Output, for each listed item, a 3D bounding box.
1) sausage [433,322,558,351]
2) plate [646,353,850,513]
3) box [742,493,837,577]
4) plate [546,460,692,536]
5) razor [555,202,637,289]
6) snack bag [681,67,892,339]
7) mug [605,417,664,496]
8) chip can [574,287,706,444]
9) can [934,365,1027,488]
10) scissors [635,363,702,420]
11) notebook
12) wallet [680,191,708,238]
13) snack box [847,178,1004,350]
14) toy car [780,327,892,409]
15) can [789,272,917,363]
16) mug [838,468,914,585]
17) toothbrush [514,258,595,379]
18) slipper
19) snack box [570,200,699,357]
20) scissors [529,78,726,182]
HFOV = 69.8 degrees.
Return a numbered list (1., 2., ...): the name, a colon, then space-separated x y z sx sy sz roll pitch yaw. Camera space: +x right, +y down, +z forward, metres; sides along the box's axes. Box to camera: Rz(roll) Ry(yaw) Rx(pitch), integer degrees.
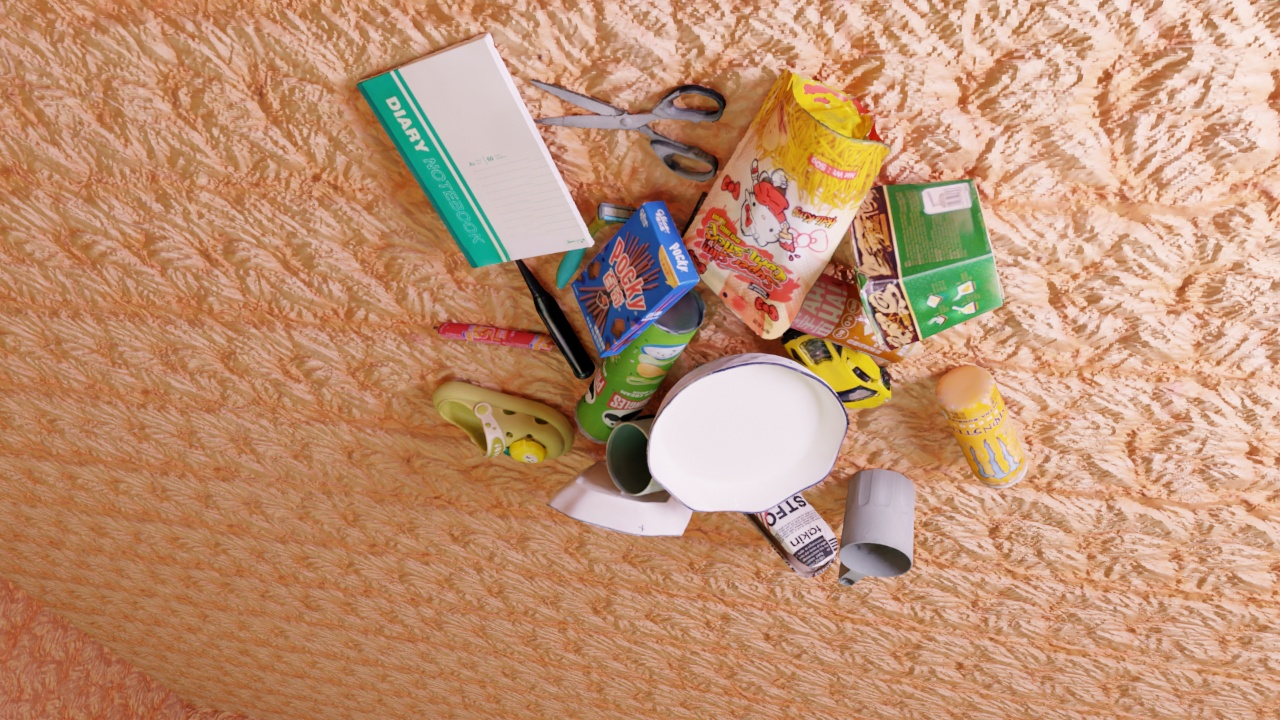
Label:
1. sausage: -0.166 -0.028 1.055 0.156 0.020 0.020 7 142 12
2. plate: 0.106 0.074 0.943 0.205 0.045 0.205 -3 128 -5
3. box: 0.171 0.190 1.111 0.163 0.074 0.079 45 151 31
4. plate: -0.016 0.160 1.110 0.162 0.034 0.265 13 -176 8
5. razor: -0.053 -0.111 0.898 0.043 0.028 0.133 -1 152 -34
6. snack bag: 0.112 -0.124 0.756 0.128 0.073 0.208 43 134 14
7. mug: 0.019 0.111 1.046 0.106 0.082 0.112 -7 157 -42
8. chip can: -0.006 0.006 0.994 0.072 0.072 0.237 23 142 -7
9. can: 0.353 0.070 0.946 0.058 0.058 0.146 -11 135 32
10. scissors: 0.057 0.080 1.103 0.224 0.021 0.221 -3 139 25
11. notebook: -0.148 -0.180 0.838 0.151 0.012 0.209 -7 128 30
12. wallet: 0.100 -0.105 0.857 0.122 0.020 0.097 19 148 -5
13. snack box: 0.234 -0.086 0.754 0.106 0.118 0.117 -14 147 20
14. toy car: 0.204 0.006 0.938 0.071 0.041 0.156 -16 133 36
15. can: 0.185 -0.045 0.852 0.147 0.057 0.058 18 144 -15
16. mug: 0.277 0.203 1.106 0.083 0.103 0.124 21 144 -6
17. toothbrush: -0.099 -0.056 0.988 0.027 0.026 0.213 9 143 32
18. slipper: -0.181 0.091 1.162 0.190 0.081 0.092 20 145 1
19. snack box: -0.010 -0.073 0.870 0.026 0.084 0.158 -12 163 -36
20. scissors: -0.005 -0.201 0.779 0.160 0.014 0.172 -22 127 40
